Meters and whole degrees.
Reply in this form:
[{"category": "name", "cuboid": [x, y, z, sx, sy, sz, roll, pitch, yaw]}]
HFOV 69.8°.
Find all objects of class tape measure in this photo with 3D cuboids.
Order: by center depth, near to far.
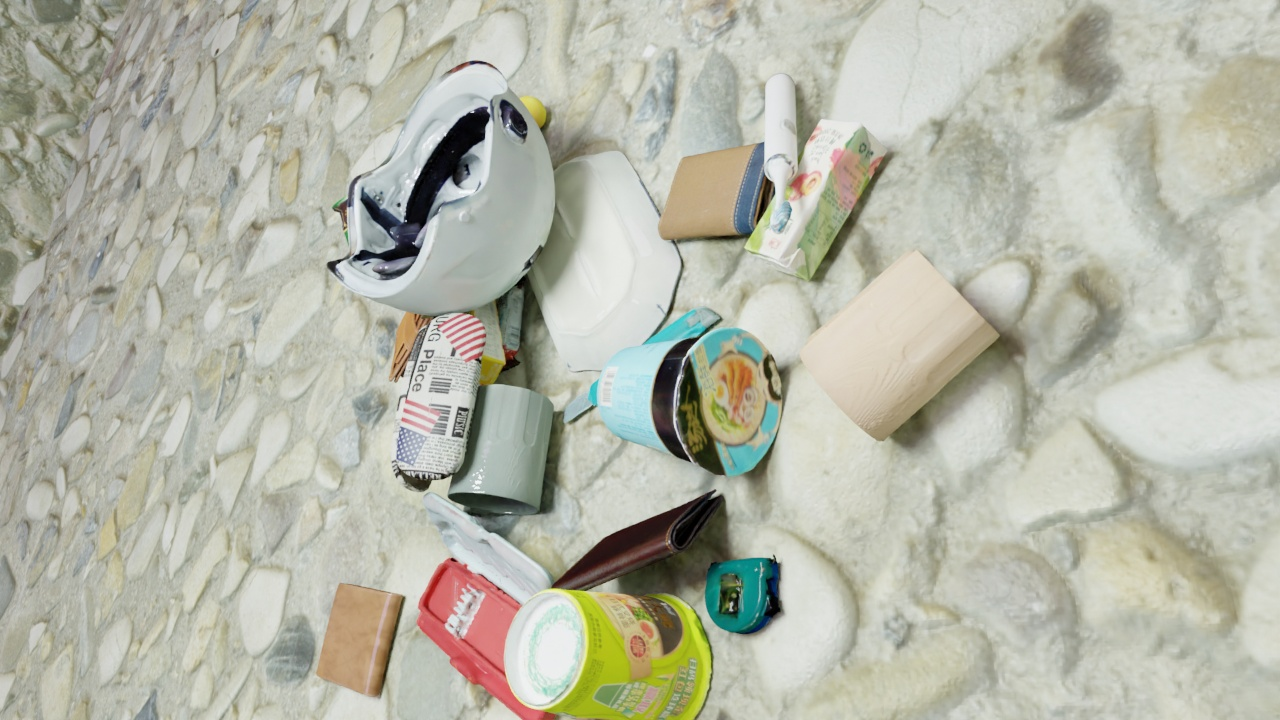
[{"category": "tape measure", "cuboid": [0.072, 0.169, 0.664, 0.058, 0.025, 0.054, -17, 59, 37]}]

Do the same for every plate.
[{"category": "plate", "cuboid": [-0.055, -0.108, 0.903, 0.162, 0.034, 0.265, -41, 48, 21]}]

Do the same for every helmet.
[{"category": "helmet", "cuboid": [-0.170, -0.151, 0.901, 0.230, 0.146, 0.258, -21, 48, 34]}]

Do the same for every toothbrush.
[{"category": "toothbrush", "cuboid": [0.111, -0.168, 0.730, 0.220, 0.026, 0.026, -81, 15, -47]}]

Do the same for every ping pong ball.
[{"category": "ping pong ball", "cuboid": [-0.128, -0.281, 1.046, 0.040, 0.040, 0.040, -20, 58, 35]}]

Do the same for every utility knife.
[{"category": "utility knife", "cuboid": [-0.005, 0.005, 0.819, 0.185, 0.013, 0.029, -37, 51, 25]}]

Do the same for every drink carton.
[{"category": "drink carton", "cuboid": [0.139, -0.126, 0.725, 0.122, 0.045, 0.053, -60, 33, 1]}]

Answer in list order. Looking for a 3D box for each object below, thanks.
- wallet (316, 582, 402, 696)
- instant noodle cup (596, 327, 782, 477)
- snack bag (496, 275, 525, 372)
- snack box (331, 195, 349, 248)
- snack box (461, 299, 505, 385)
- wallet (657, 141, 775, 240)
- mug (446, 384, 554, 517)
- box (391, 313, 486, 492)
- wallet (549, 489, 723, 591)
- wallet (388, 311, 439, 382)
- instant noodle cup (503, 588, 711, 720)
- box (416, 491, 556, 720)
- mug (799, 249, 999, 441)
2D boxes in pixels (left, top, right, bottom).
[{"category": "wallet", "cuboid": [-0.294, 0.285, 0.951, 0.115, 0.020, 0.101, -4, 69, 44]}, {"category": "instant noodle cup", "cuboid": [0.031, 0.029, 0.720, 0.121, 0.111, 0.111, 2, 72, 52]}, {"category": "snack bag", "cuboid": [-0.138, -0.038, 0.952, 0.045, 0.026, 0.105, -26, 54, 49]}, {"category": "snack box", "cuboid": [-0.282, -0.142, 1.081, 0.118, 0.118, 0.105, -23, 67, 33]}, {"category": "snack box", "cuboid": [-0.176, -0.012, 0.941, 0.087, 0.033, 0.140, -56, 33, 27]}, {"category": "wallet", "cuboid": [0.073, -0.148, 0.808, 0.115, 0.033, 0.090, 2, 69, 44]}, {"category": "mug", "cuboid": [-0.135, 0.088, 0.863, 0.124, 0.083, 0.103, -31, 46, 60]}, {"category": "box", "cuboid": [-0.179, 0.038, 0.840, 0.086, 0.075, 0.162, -6, 61, 28]}, {"category": "wallet", "cuboid": [-0.003, 0.141, 0.706, 0.123, 0.096, 0.020, -29, 91, 30]}, {"category": "wallet", "cuboid": [-0.238, -0.046, 1.012, 0.131, 0.035, 0.118, -53, 23, 29]}, {"category": "instant noodle cup", "cuboid": [-0.029, 0.215, 0.664, 0.112, 0.123, 0.111, -20, 58, 35]}, {"category": "box", "cuboid": [-0.129, 0.208, 0.802, 0.201, 0.069, 0.158, 19, 109, 46]}, {"category": "mug", "cuboid": [0.171, -0.019, 0.632, 0.104, 0.084, 0.124, -44, 21, 16]}]
